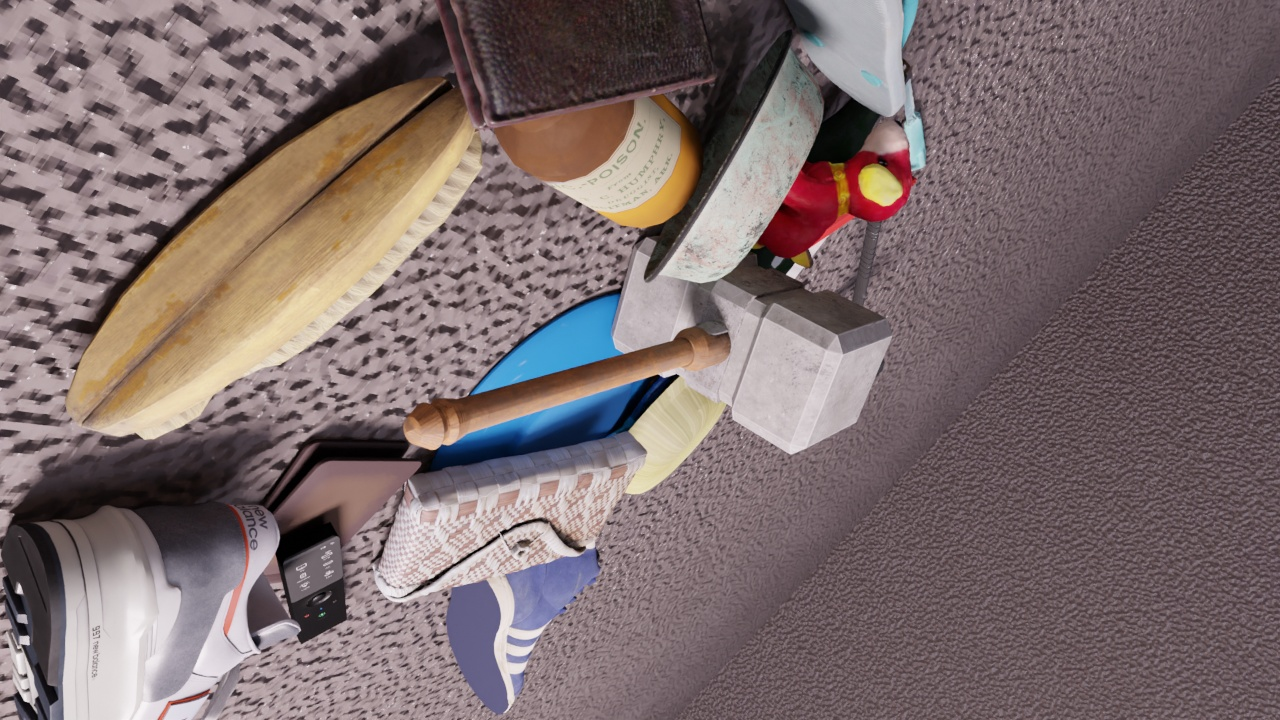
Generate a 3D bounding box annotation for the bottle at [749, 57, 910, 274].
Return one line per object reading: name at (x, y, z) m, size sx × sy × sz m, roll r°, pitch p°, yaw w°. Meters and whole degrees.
bottle at (0.133, -0.144, 0.666) m, size 0.174 × 0.055 × 0.055 m, roll -54°, pitch 156°, yaw 14°

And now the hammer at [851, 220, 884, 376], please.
hammer at (0.194, -0.087, 0.812) m, size 0.015 × 0.095 × 0.325 m, roll -40°, pitch 156°, yaw -13°

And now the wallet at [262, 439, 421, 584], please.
wallet at (-0.194, 0.094, 0.551) m, size 0.116 × 0.018 × 0.091 m, roll -48°, pitch 158°, yaw 14°

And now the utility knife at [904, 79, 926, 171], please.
utility knife at (0.238, -0.201, 0.796) m, size 0.022 × 0.015 × 0.166 m, roll -49°, pitch 159°, yaw 5°

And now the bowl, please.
bowl at (0.057, -0.104, 0.517) m, size 0.157 × 0.038 × 0.157 m, roll -60°, pitch -173°, yaw 12°

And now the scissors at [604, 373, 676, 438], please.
scissors at (-0.011, 0.057, 0.767) m, size 0.140 × 0.011 × 0.134 m, roll -51°, pitch 170°, yaw 10°

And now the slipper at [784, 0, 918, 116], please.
slipper at (0.114, -0.199, 0.486) m, size 0.055 × 0.098 × 0.268 m, roll -49°, pitch 158°, yaw 10°

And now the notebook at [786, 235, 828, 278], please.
notebook at (0.115, -0.091, 0.778) m, size 0.210 × 0.009 × 0.142 m, roll -53°, pitch 157°, yaw 17°

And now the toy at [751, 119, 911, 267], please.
toy at (0.112, -0.111, 0.614) m, size 0.137 × 0.067 × 0.106 m, roll -5°, pitch 124°, yaw 0°

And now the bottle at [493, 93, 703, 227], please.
bottle at (-0.028, -0.112, 0.424) m, size 0.068 × 0.068 × 0.156 m, roll -51°, pitch 157°, yaw 11°

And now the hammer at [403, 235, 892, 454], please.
hammer at (-0.003, 0.003, 0.520) m, size 0.316 × 0.163 × 0.083 m, roll -16°, pitch 130°, yaw -50°

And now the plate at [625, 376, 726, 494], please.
plate at (0.030, 0.066, 0.811) m, size 0.184 × 0.036 × 0.184 m, roll -45°, pitch 168°, yaw -13°

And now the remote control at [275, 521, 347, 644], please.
remote control at (-0.208, 0.146, 0.588) m, size 0.034 × 0.013 × 0.150 m, roll -25°, pitch 156°, yaw -29°

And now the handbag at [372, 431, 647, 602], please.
handbag at (-0.090, 0.115, 0.661) m, size 0.185 × 0.047 × 0.124 m, roll -8°, pitch 141°, yaw -35°

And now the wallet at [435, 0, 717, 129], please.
wallet at (-0.027, -0.147, 0.352) m, size 0.119 × 0.031 × 0.099 m, roll -26°, pitch 105°, yaw -37°

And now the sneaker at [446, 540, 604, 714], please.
sneaker at (-0.100, 0.211, 0.819) m, size 0.118 × 0.091 × 0.234 m, roll -33°, pitch 146°, yaw -34°

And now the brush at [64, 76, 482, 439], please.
brush at (-0.141, -0.039, 0.365) m, size 0.195 × 0.059 × 0.043 m, roll -42°, pitch 166°, yaw -4°

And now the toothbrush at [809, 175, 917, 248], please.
toothbrush at (0.175, -0.117, 0.802) m, size 0.212 × 0.018 × 0.012 m, roll -35°, pitch 155°, yaw -27°

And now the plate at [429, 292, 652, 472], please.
plate at (-0.058, 0.045, 0.687) m, size 0.224 × 0.024 × 0.225 m, roll -37°, pitch 156°, yaw -20°

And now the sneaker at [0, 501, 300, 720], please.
sneaker at (-0.243, 0.158, 0.476) m, size 0.124 × 0.089 × 0.240 m, roll -18°, pitch 142°, yaw -42°
